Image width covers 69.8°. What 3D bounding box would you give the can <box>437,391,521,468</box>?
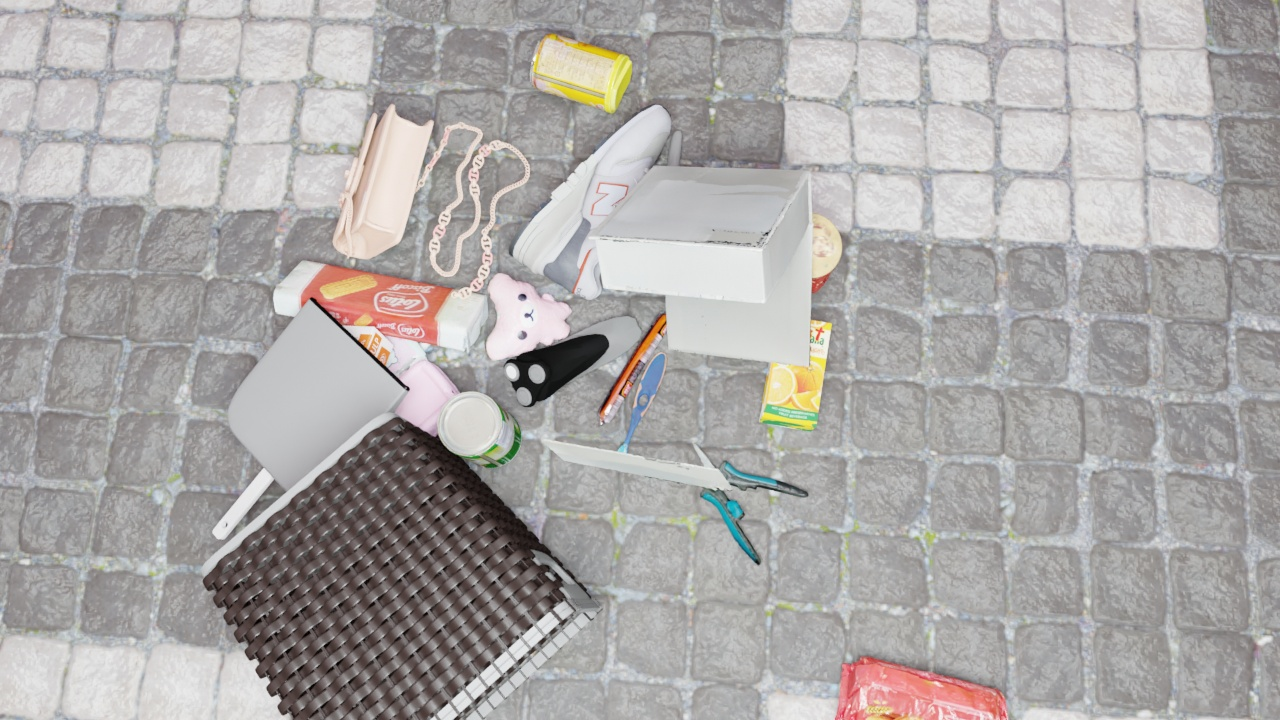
[{"bbox_3d":[-0.167,0.075,0.963,0.067,0.121,0.067,0,78,2],"label":"can"}]

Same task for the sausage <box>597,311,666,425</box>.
[{"bbox_3d":[-0.006,0.006,1.024,0.020,0.020,0.155,30,81,8],"label":"sausage"}]

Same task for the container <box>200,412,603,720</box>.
[{"bbox_3d":[-0.218,0.227,0.874,0.245,0.247,0.243,-41,76,-7],"label":"container"}]

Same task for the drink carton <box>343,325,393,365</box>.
[{"bbox_3d":[-0.334,-0.004,1.001,0.123,0.040,0.058,3,62,23],"label":"drink carton"}]

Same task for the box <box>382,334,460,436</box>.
[{"bbox_3d":[-0.306,0.061,0.997,0.201,0.041,0.153,-41,71,-6],"label":"box"}]

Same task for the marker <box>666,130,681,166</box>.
[{"bbox_3d":[0.032,-0.205,1.069,0.022,0.016,0.138,1,76,26],"label":"marker"}]

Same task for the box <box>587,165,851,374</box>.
[{"bbox_3d":[0.112,-0.081,0.993,0.167,0.446,0.164,8,77,23],"label":"box"}]

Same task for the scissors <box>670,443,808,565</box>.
[{"bbox_3d":[0.113,0.143,0.991,0.118,0.019,0.148,-28,77,-3],"label":"scissors"}]

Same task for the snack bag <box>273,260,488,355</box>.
[{"bbox_3d":[-0.287,-0.062,1.023,0.225,0.041,0.077,10,39,6],"label":"snack bag"}]

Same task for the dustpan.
[{"bbox_3d":[-0.368,0.082,0.957,0.163,0.033,0.257,39,89,22],"label":"dustpan"}]

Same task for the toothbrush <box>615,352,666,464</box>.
[{"bbox_3d":[0.000,0.052,1.015,0.021,0.017,0.135,22,80,4],"label":"toothbrush"}]

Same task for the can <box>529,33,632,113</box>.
[{"bbox_3d":[-0.069,-0.336,1.073,0.105,0.068,0.067,19,79,6],"label":"can"}]

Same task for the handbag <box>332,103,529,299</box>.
[{"bbox_3d":[-0.250,-0.169,1.055,0.187,0.117,0.198,20,72,-27],"label":"handbag"}]

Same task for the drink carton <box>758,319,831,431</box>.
[{"bbox_3d":[0.170,0.011,1.005,0.058,0.041,0.122,10,78,4],"label":"drink carton"}]

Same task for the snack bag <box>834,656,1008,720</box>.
[{"bbox_3d":[0.284,0.347,0.913,0.176,0.082,0.082,13,79,4],"label":"snack bag"}]

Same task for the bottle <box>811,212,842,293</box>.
[{"bbox_3d":[0.159,-0.113,0.997,0.099,0.111,0.099,1,85,-8],"label":"bottle"}]

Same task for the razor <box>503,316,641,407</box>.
[{"bbox_3d":[-0.070,-0.005,1.014,0.156,0.060,0.057,-27,90,-23],"label":"razor"}]

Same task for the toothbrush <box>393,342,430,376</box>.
[{"bbox_3d":[-0.286,0.031,1.033,0.017,0.012,0.186,42,83,-4],"label":"toothbrush"}]

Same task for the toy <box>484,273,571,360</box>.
[{"bbox_3d":[-0.125,-0.046,1.024,0.096,0.053,0.099,3,79,-10],"label":"toy"}]

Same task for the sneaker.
[{"bbox_3d":[-0.025,-0.165,1.033,0.240,0.089,0.124,-44,84,2],"label":"sneaker"}]
